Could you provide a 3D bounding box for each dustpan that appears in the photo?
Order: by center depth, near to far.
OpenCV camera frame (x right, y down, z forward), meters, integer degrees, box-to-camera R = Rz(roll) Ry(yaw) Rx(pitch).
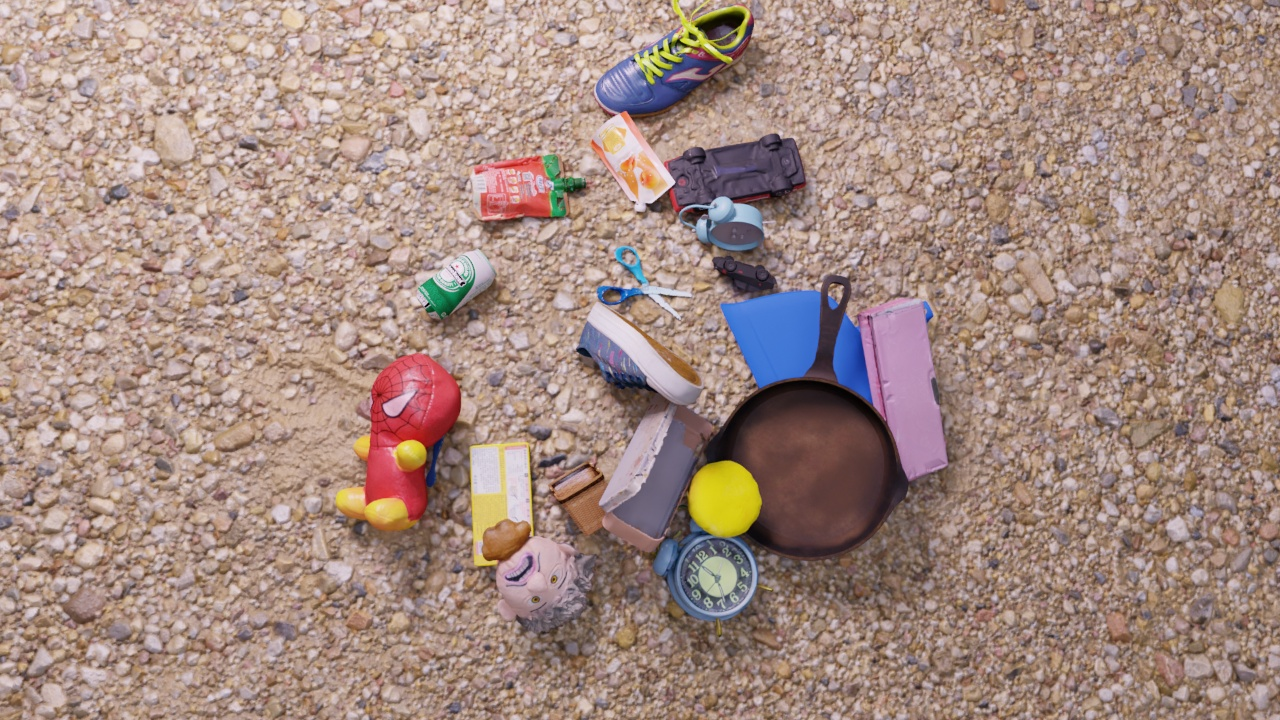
[{"bbox_3d":[0.273,-0.016,1.222,0.257,0.059,0.245,-25,84,1],"label":"dustpan"}]

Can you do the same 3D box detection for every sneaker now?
[{"bbox_3d":[-0.007,0.007,1.133,0.087,0.235,0.079,29,98,-38],"label":"sneaker"},{"bbox_3d":[0.044,-0.419,1.249,0.241,0.091,0.116,-31,87,-9],"label":"sneaker"}]

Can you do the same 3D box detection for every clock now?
[{"bbox_3d":[0.081,0.257,1.158,0.118,0.060,0.162,-42,83,-9],"label":"clock"},{"bbox_3d":[0.110,-0.180,1.220,0.123,0.088,0.042,12,66,-15],"label":"clock"}]

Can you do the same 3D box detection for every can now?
[{"bbox_3d":[-0.239,-0.098,1.187,0.101,0.053,0.053,-38,86,-10],"label":"can"}]

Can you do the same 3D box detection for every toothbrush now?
[{"bbox_3d":[-0.258,0.097,1.174,0.021,0.016,0.132,9,77,-5],"label":"toothbrush"}]

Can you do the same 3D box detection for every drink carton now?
[{"bbox_3d":[-0.011,-0.267,1.242,0.069,0.038,0.122,-37,84,24],"label":"drink carton"}]

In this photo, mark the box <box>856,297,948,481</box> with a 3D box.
[{"bbox_3d":[0.340,0.040,1.180,0.097,0.046,0.233,-17,102,-29],"label":"box"}]

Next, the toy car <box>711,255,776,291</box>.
[{"bbox_3d":[0.138,-0.115,1.235,0.091,0.042,0.036,16,105,-2],"label":"toy car"}]

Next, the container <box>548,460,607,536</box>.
[{"bbox_3d":[-0.068,0.171,1.136,0.063,0.114,0.061,-30,98,-10],"label":"container"}]

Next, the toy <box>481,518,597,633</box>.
[{"bbox_3d":[-0.124,0.258,1.107,0.132,0.076,0.176,-44,117,-8],"label":"toy"}]

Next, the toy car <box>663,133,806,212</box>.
[{"bbox_3d":[0.129,-0.253,1.247,0.189,0.056,0.081,-12,83,-5],"label":"toy car"}]

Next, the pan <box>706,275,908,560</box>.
[{"bbox_3d":[0.219,0.071,1.154,0.249,0.043,0.356,10,93,13],"label":"pan"}]

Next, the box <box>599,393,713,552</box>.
[{"bbox_3d":[0.028,0.124,1.114,0.108,0.095,0.215,49,41,-17],"label":"box"}]

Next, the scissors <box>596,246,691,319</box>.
[{"bbox_3d":[0.002,-0.087,1.232,0.133,0.015,0.103,41,76,-2],"label":"scissors"}]

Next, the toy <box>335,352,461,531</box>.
[{"bbox_3d":[-0.291,0.097,1.121,0.148,0.098,0.216,9,79,40],"label":"toy"}]

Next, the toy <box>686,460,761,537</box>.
[{"bbox_3d":[0.103,0.170,1.129,0.094,0.041,0.095,12,73,-6],"label":"toy"}]

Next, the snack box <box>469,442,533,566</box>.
[{"bbox_3d":[-0.175,0.182,1.162,0.075,0.025,0.152,-3,81,-6],"label":"snack box"}]

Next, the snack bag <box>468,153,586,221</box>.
[{"bbox_3d":[-0.149,-0.232,1.229,0.155,0.044,0.087,-8,87,-11],"label":"snack bag"}]
